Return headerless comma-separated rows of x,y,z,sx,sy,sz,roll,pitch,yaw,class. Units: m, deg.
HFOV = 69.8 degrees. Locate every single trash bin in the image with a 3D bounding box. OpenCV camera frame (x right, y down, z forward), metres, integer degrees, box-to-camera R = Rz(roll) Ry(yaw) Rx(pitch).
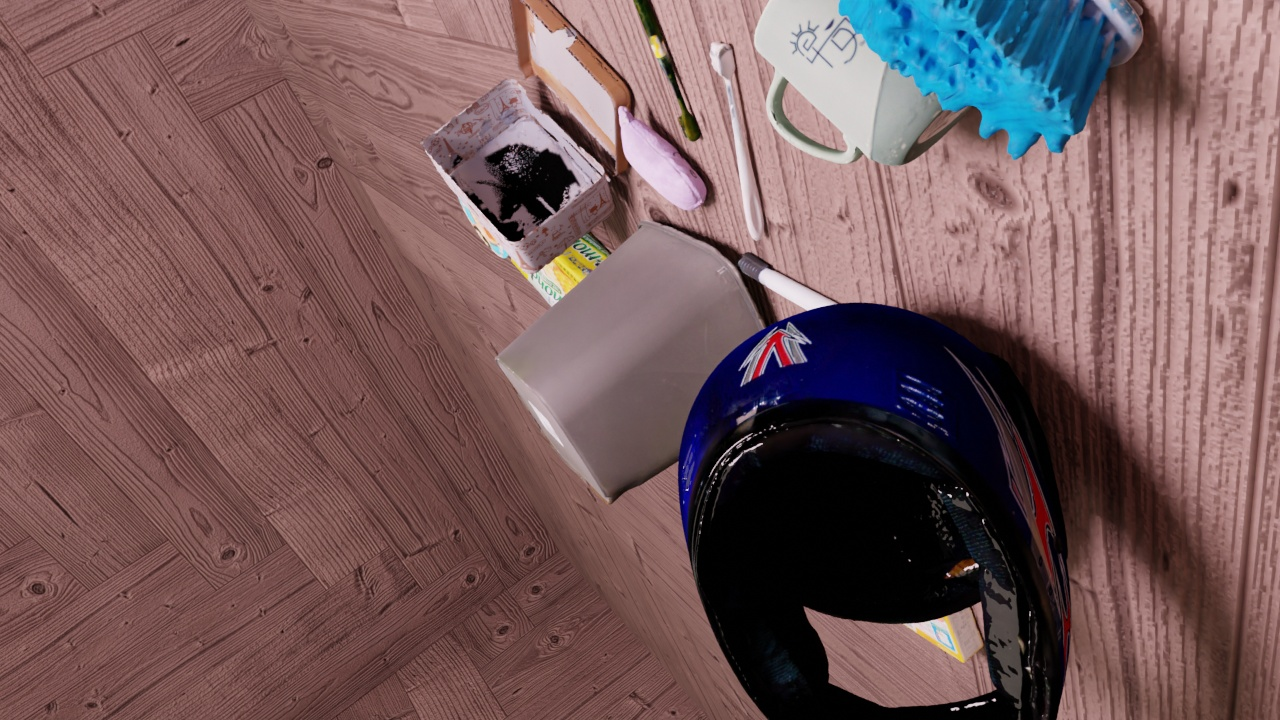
-0.006,0.005,0.930,0.199,0.219,0.199,36,159,55,trash bin

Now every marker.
0.130,-0.063,0.797,0.131,0.018,0.023,37,148,47,marker

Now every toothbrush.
0.011,-0.264,0.749,0.186,0.012,0.017,64,172,-28,toothbrush
0.079,-0.170,0.736,0.016,0.016,0.180,49,164,47,toothbrush

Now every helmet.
0.165,0.112,0.641,0.315,0.248,0.239,65,-155,-9,helmet

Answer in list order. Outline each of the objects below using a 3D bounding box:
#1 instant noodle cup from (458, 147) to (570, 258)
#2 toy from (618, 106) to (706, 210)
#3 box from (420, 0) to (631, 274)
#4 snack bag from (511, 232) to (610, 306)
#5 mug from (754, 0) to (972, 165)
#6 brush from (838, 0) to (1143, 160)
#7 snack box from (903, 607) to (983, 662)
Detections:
-0.143,-0.201,1.105,0.111,0.120,0.111,47,161,22,instant noodle cup
0.020,-0.177,0.845,0.108,0.039,0.084,45,176,16,toy
-0.124,-0.224,0.942,0.180,0.157,0.218,50,163,18,box
-0.096,-0.123,1.212,0.246,0.068,0.158,48,161,24,snack bag
0.120,-0.157,0.501,0.106,0.082,0.112,48,131,11,mug
0.107,-0.232,0.434,0.314,0.109,0.060,44,171,9,brush
0.281,0.225,0.909,0.087,0.033,0.140,25,147,60,snack box
